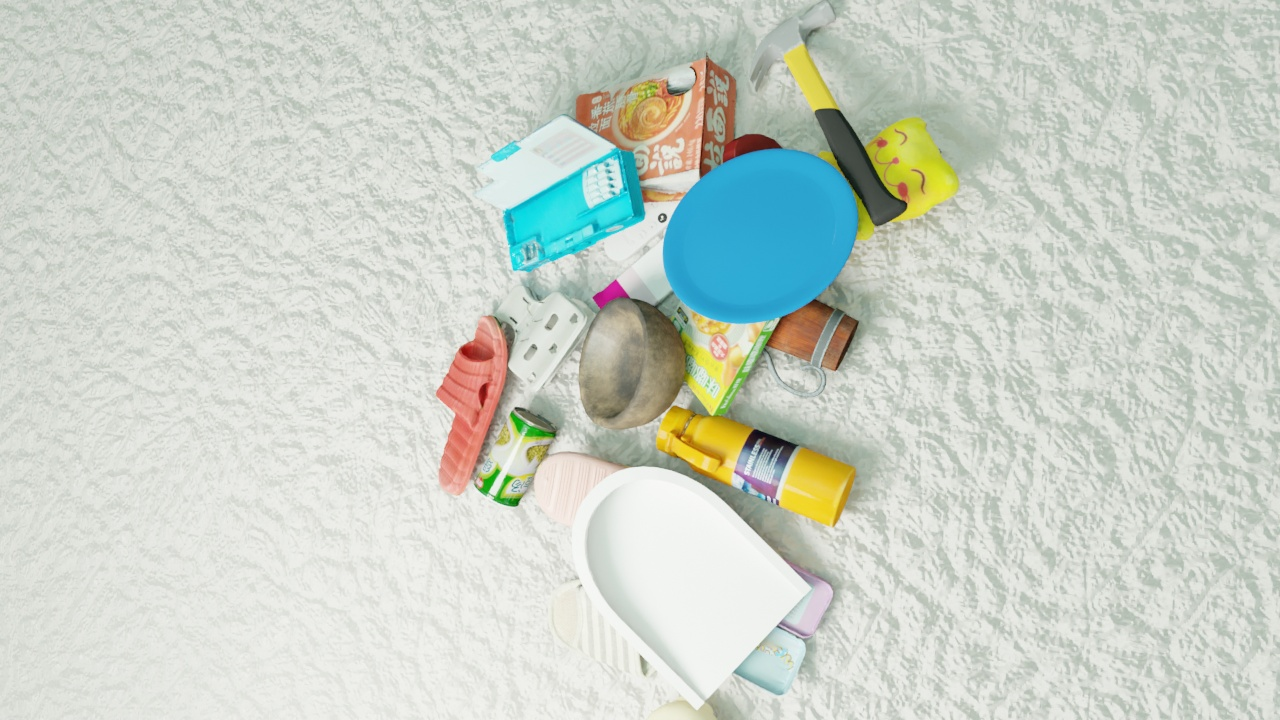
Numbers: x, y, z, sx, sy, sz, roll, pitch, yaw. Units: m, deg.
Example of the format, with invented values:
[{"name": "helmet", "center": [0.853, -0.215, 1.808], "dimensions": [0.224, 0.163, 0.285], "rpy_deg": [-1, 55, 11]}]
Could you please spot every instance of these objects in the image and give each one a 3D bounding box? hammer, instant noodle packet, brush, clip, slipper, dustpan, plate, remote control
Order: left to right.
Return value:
[{"name": "slipper", "center": [-0.239, 0.058, 1.225], "dimensions": [0.103, 0.059, 0.249], "rpy_deg": [23, 98, 57]}, {"name": "clip", "center": [-0.124, -0.036, 1.220], "dimensions": [0.126, 0.105, 0.151], "rpy_deg": [-52, 40, 8]}, {"name": "slipper", "center": [-0.037, 0.169, 1.160], "dimensions": [0.197, 0.081, 0.093], "rpy_deg": [14, 93, -4]}, {"name": "instant noodle packet", "center": [0.005, -0.286, 1.183], "dimensions": [0.221, 0.084, 0.164], "rpy_deg": [-2, 80, 32]}, {"name": "remote control", "center": [0.009, -0.180, 1.195], "dimensions": [0.137, 0.013, 0.043], "rpy_deg": [-39, 75, 14]}, {"name": "slipper", "center": [0.009, 0.334, 1.143], "dimensions": [0.273, 0.054, 0.114], "rpy_deg": [6, 93, 18]}, {"name": "dustpan", "center": [0.039, 0.241, 1.064], "dimensions": [0.258, 0.053, 0.191], "rpy_deg": [44, 85, 12]}, {"name": "brush", "center": [0.136, -0.185, 1.117], "dimensions": [0.042, 0.082, 0.173], "rpy_deg": [-8, 82, 57]}, {"name": "plate", "center": [0.133, -0.138, 1.030], "dimensions": [0.225, 0.024, 0.224], "rpy_deg": [-11, 62, 21]}, {"name": "hammer", "center": [0.220, -0.282, 1.063], "dimensions": [0.127, 0.029, 0.323], "rpy_deg": [-27, 58, 15]}]

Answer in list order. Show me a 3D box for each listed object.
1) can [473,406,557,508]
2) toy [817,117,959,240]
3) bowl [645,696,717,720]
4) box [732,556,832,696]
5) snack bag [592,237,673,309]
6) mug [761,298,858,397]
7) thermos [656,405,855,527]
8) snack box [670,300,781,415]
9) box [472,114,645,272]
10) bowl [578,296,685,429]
[{"name": "can", "center": [-0.165, 0.129, 1.210], "dimensions": [0.067, 0.067, 0.121], "rpy_deg": [31, 97, 19]}, {"name": "toy", "center": [0.261, -0.190, 1.066], "dimensions": [0.194, 0.087, 0.134], "rpy_deg": [-25, 55, 14]}, {"name": "bowl", "center": [0.055, 0.448, 1.100], "dimensions": [0.118, 0.118, 0.073], "rpy_deg": [5, 46, 20]}, {"name": "box", "center": [0.105, 0.285, 1.094], "dimensions": [0.214, 0.041, 0.151], "rpy_deg": [26, 78, 10]}, {"name": "snack bag", "center": [0.029, -0.117, 1.182], "dimensions": [0.197, 0.016, 0.070], "rpy_deg": [-40, 77, 13]}, {"name": "mug", "center": [0.185, -0.023, 1.087], "dimensions": [0.111, 0.081, 0.117], "rpy_deg": [25, 95, 16]}, {"name": "thermos", "center": [0.132, 0.118, 1.090], "dimensions": [0.233, 0.091, 0.076], "rpy_deg": [21, 80, 20]}, {"name": "snack box", "center": [0.092, -0.039, 1.091], "dimensions": [0.132, 0.027, 0.168], "rpy_deg": [53, 133, 34]}, {"name": "box", "center": [-0.110, -0.215, 1.168], "dimensions": [0.228, 0.086, 0.168], "rpy_deg": [-18, 115, 41]}, {"name": "bowl", "center": [-0.007, 0.006, 1.129], "dimensions": [0.163, 0.070, 0.162], "rpy_deg": [-22, 63, 53]}]
